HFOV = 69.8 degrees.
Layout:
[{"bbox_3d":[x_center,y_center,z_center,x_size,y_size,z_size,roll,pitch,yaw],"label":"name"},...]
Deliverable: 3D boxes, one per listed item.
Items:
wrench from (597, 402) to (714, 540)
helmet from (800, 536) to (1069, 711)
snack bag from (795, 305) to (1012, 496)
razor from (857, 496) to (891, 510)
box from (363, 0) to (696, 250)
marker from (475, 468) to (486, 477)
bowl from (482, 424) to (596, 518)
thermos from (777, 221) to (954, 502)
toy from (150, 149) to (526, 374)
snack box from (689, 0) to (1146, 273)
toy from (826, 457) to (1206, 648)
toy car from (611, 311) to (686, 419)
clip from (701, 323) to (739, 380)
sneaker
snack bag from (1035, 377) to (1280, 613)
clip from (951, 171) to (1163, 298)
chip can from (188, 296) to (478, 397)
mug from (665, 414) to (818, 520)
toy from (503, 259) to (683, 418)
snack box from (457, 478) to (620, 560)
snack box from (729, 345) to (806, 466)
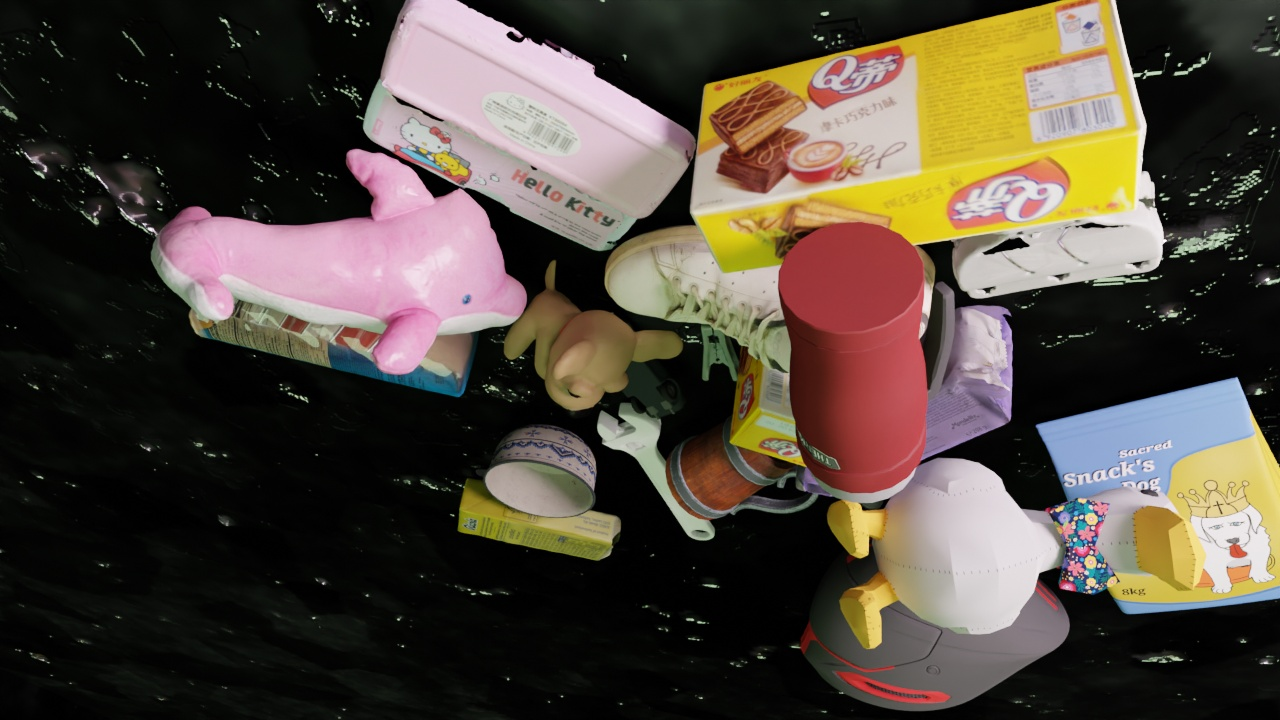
[{"bbox_3d":[0.026,0.126,0.973,0.066,0.018,0.273,-7,141,22],"label":"wrench"},{"bbox_3d":[0.296,0.251,0.946,0.265,0.163,0.170,3,115,19],"label":"helmet"},{"bbox_3d":[0.203,0.035,0.738,0.058,0.096,0.206,33,138,-19],"label":"snack bag"},{"bbox_3d":[0.238,0.124,0.887,0.057,0.060,0.156,-28,150,26],"label":"razor"},{"bbox_3d":[-0.080,-0.144,0.615,0.201,0.044,0.155,25,142,-17],"label":"box"},{"bbox_3d":[-0.118,0.143,1.027,0.138,0.016,0.022,17,-177,-8],"label":"marker"},{"bbox_3d":[-0.098,0.109,0.944,0.115,0.059,0.116,7,144,5],"label":"bowl"},{"bbox_3d":[0.142,0.004,0.563,0.108,0.084,0.199,-30,143,-6],"label":"thermos"},{"bbox_3d":[-0.198,-0.082,0.656,0.265,0.186,0.128,4,118,-31],"label":"toy"},{"bbox_3d":[0.149,-0.126,0.523,0.231,0.109,0.062,-7,146,22],"label":"snack box"},{"bbox_3d":[0.289,0.147,0.750,0.267,0.141,0.247,-9,-177,-6],"label":"toy"},{"bbox_3d":[-0.005,0.005,0.799,0.046,0.034,0.112,-23,117,34],"label":"toy car"},{"bbox_3d":[0.064,-0.010,0.775,0.035,0.023,0.074,2,141,14],"label":"clip"},{"bbox_3d":[0.089,-0.034,0.667,0.242,0.102,0.089,2,143,12],"label":"sneaker"},{"bbox_3d":[0.455,0.111,0.785,0.159,0.102,0.205,-20,117,35],"label":"snack bag"},{"bbox_3d":[0.257,-0.094,0.582,0.126,0.091,0.151,-12,151,26],"label":"clip"},{"bbox_3d":[-0.258,-0.030,0.790,0.229,0.079,0.080,14,144,-4],"label":"chip can"},{"bbox_3d":[0.101,0.105,0.864,0.117,0.081,0.111,42,133,-10],"label":"mug"},{"bbox_3d":[-0.051,-0.012,0.726,0.108,0.133,0.106,36,121,35],"label":"toy"},{"bbox_3d":[-0.117,0.184,1.051,0.181,0.045,0.121,14,156,-6],"label":"snack box"},{"bbox_3d":[0.124,0.020,0.729,0.083,0.105,0.061,17,145,-8],"label":"snack box"}]
